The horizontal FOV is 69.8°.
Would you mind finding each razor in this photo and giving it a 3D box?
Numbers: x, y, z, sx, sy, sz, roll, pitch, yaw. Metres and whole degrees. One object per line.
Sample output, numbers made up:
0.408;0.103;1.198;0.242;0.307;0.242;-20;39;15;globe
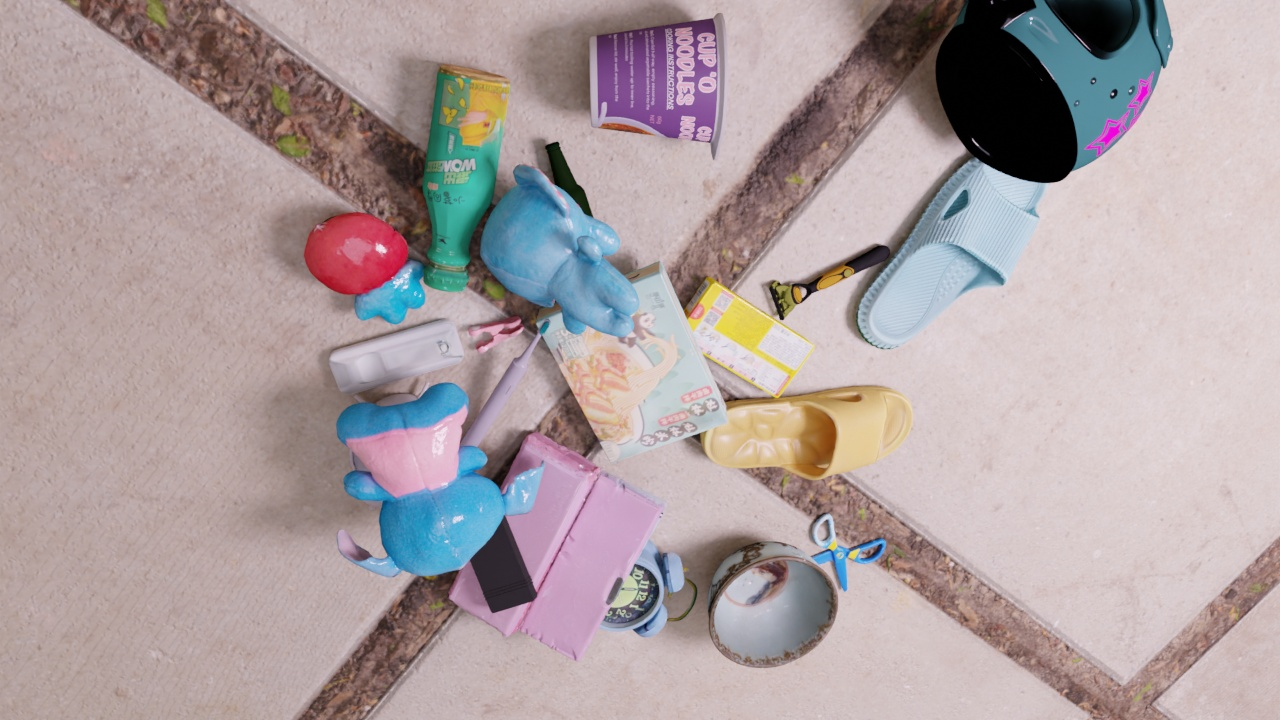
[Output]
0.214;-0.094;1.024;0.144;0.021;0.044;-26;115;-4;razor

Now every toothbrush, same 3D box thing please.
-0.142;0.028;0.969;0.018;0.019;0.188;26;118;-18;toothbrush

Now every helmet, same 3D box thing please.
0.395;-0.315;0.869;0.200;0.176;0.275;-53;138;-6;helmet

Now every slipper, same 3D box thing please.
0.351;-0.120;1.018;0.116;0.069;0.276;36;101;-20;slipper
0.202;0.091;1.065;0.263;0.078;0.100;-1;114;-12;slipper

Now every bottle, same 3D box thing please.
-0.069;-0.160;0.926;0.033;0.033;0.123;-21;114;-4;bottle
-0.174;-0.170;0.879;0.068;0.068;0.210;7;110;-15;bottle

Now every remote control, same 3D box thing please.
-0.253;-0.003;0.955;0.133;0.022;0.050;-17;115;-6;remote control
-0.164;0.212;1.022;0.058;0.013;0.133;-20;92;18;remote control

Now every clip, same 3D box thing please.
-0.152;-0.024;0.970;0.059;0.023;0.045;1;116;-11;clip

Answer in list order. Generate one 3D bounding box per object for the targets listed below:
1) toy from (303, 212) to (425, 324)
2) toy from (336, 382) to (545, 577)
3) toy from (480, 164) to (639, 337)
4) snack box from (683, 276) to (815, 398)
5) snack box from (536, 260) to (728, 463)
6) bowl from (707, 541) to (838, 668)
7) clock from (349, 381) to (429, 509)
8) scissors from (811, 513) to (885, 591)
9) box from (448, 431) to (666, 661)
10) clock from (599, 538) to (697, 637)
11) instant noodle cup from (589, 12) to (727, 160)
-0.265;-0.091;0.900;0.092;0.062;0.133;-29;132;9;toy
-0.203;0.118;0.921;0.223;0.099;0.191;-19;107;-16;toy
-0.067;-0.099;0.879;0.180;0.114;0.184;34;144;14;toy
0.115;-0.024;1.026;0.152;0.025;0.075;30;103;-22;snack box
-0.006;0.006;0.989;0.141;0.044;0.194;-20;115;12;snack box
0.150;0.282;1.122;0.159;0.094;0.160;-4;113;-11;bowl
-0.249;0.108;0.980;0.120;0.061;0.159;-11;113;-8;clock
0.255;0.246;1.176;0.125;0.013;0.126;-19;110;-6;scissors
-0.098;0.216;1.034;0.179;0.040;0.233;27;105;5;box
-0.010;0.270;1.100;0.162;0.060;0.118;15;107;-15;clock
0.013;-0.256;0.868;0.122;0.121;0.137;-1;121;-2;instant noodle cup
